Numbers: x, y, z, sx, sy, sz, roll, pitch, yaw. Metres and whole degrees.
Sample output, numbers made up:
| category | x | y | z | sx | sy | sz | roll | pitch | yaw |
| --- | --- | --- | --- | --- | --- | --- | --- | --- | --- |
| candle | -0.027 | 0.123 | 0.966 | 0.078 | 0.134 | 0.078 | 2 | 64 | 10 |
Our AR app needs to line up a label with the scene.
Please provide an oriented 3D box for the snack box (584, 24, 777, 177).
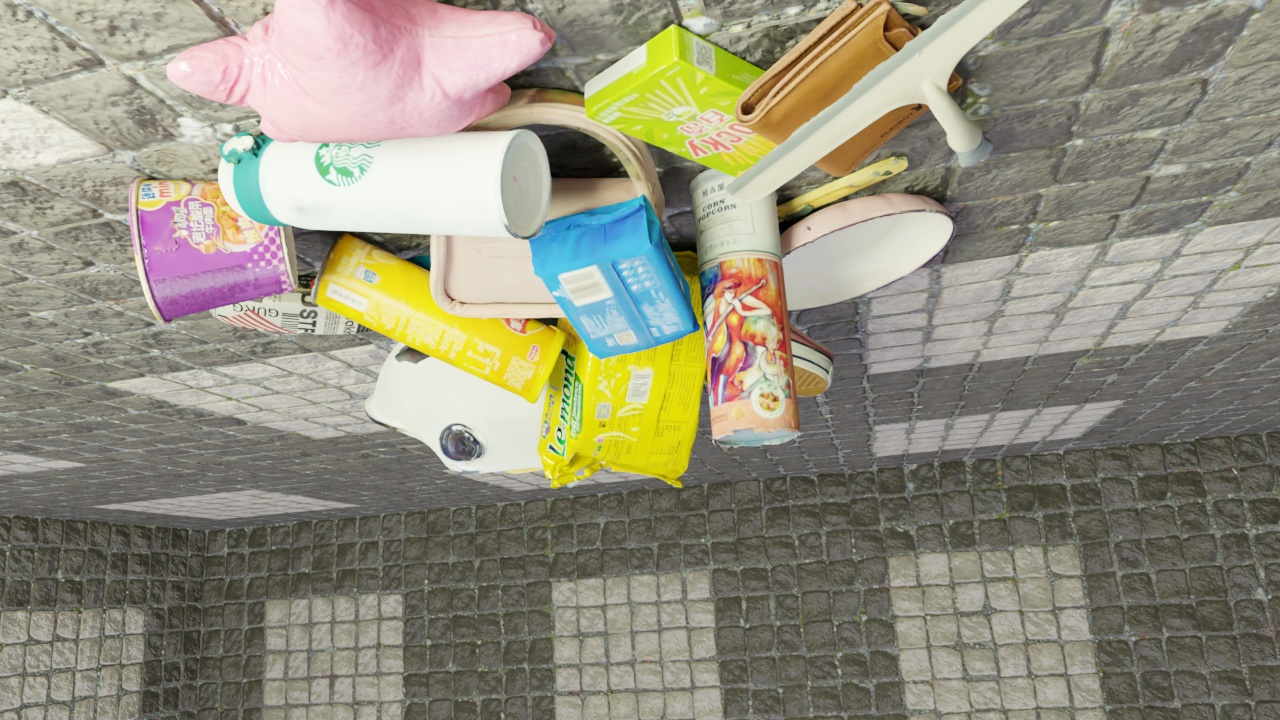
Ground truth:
| category | x | y | z | sx | sy | sz | roll | pitch | yaw |
| --- | --- | --- | --- | --- | --- | --- | --- | --- | --- |
| snack box | 0.048 | -0.167 | 0.613 | 0.156 | 0.026 | 0.086 | 10 | 161 | -43 |

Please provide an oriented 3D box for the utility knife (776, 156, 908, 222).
| category | x | y | z | sx | sy | sz | roll | pitch | yaw |
| --- | --- | --- | --- | --- | --- | --- | --- | --- | --- |
| utility knife | 0.156 | -0.141 | 0.770 | 0.030 | 0.018 | 0.152 | 2 | 161 | -43 |

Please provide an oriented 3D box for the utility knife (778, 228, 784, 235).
| category | x | y | z | sx | sy | sz | roll | pitch | yaw |
| --- | --- | --- | --- | --- | --- | --- | --- | --- | --- |
| utility knife | 0.143 | -0.107 | 0.880 | 0.034 | 0.018 | 0.165 | -15 | 161 | 38 |

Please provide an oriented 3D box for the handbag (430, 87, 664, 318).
| category | x | y | z | sx | sy | sz | roll | pitch | yaw |
| --- | --- | --- | --- | --- | --- | --- | --- | --- | --- |
| handbag | -0.071 | -0.118 | 0.694 | 0.193 | 0.093 | 0.234 | -2 | 157 | -3 |

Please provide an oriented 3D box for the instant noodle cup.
| category | x | y | z | sx | sy | sz | roll | pitch | yaw |
| --- | --- | --- | --- | --- | --- | --- | --- | --- | --- |
| instant noodle cup | -0.314 | -0.088 | 0.687 | 0.099 | 0.111 | 0.112 | -10 | 167 | -14 |

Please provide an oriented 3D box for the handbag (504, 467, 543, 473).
| category | x | y | z | sx | sy | sz | roll | pitch | yaw |
| --- | --- | --- | --- | --- | --- | --- | --- | --- | --- |
| handbag | -0.107 | 0.049 | 1.132 | 0.179 | 0.163 | 0.063 | -8 | 164 | 11 |

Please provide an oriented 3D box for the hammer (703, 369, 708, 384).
| category | x | y | z | sx | sy | sz | roll | pitch | yaw |
| --- | --- | --- | --- | --- | --- | --- | --- | --- | --- |
| hammer | 0.088 | 0.025 | 1.084 | 0.126 | 0.032 | 0.323 | 12 | -173 | -20 |

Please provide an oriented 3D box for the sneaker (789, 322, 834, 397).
| category | x | y | z | sx | sy | sz | roll | pitch | yaw |
| --- | --- | --- | --- | --- | --- | --- | --- | --- | --- |
| sneaker | 0.102 | -0.041 | 0.997 | 0.241 | 0.087 | 0.119 | 21 | 148 | -9 |

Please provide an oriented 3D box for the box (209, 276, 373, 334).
| category | x | y | z | sx | sy | sz | roll | pitch | yaw |
| --- | --- | --- | --- | --- | --- | --- | --- | --- | --- |
| box | -0.334 | -0.049 | 0.901 | 0.164 | 0.064 | 0.074 | 1 | 180 | -18 |

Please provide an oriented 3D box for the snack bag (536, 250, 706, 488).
| category | x | y | z | sx | sy | sz | roll | pitch | yaw |
| --- | --- | --- | --- | --- | --- | --- | --- | --- | --- |
| snack bag | -0.005 | 0.005 | 0.880 | 0.157 | 0.247 | 0.068 | 4 | -167 | -26 |

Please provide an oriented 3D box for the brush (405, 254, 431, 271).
| category | x | y | z | sx | sy | sz | roll | pitch | yaw |
| --- | --- | --- | --- | --- | --- | --- | --- | --- | --- |
| brush | -0.197 | -0.071 | 0.866 | 0.144 | 0.055 | 0.073 | -11 | 154 | 28 |

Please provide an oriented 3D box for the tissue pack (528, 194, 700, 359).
| category | x | y | z | sx | sy | sz | roll | pitch | yaw |
| --- | --- | --- | --- | --- | --- | --- | --- | --- | --- |
| tissue pack | -0.016 | -0.059 | 0.685 | 0.095 | 0.052 | 0.157 | -12 | 145 | 14 |

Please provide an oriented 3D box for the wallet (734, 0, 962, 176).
| category | x | y | z | sx | sy | sz | roll | pitch | yaw |
| --- | --- | --- | --- | --- | --- | --- | --- | --- | --- |
| wallet | 0.136 | -0.171 | 0.570 | 0.119 | 0.035 | 0.130 | -33 | 156 | 30 |

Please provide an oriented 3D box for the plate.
| category | x | y | z | sx | sy | sz | roll | pitch | yaw |
| --- | --- | --- | --- | --- | --- | --- | --- | --- | --- |
| plate | 0.184 | -0.101 | 0.828 | 0.192 | 0.039 | 0.193 | -14 | 162 | -5 |

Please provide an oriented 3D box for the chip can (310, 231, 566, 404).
| category | x | y | z | sx | sy | sz | roll | pitch | yaw |
| --- | --- | --- | --- | --- | --- | --- | --- | --- | --- |
| chip can | -0.175 | -0.036 | 0.806 | 0.213 | 0.072 | 0.072 | 24 | 160 | -8 |

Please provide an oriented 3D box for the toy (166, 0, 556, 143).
| category | x | y | z | sx | sy | sz | roll | pitch | yaw |
| --- | --- | --- | --- | --- | --- | --- | --- | --- | --- |
| toy | -0.141 | -0.159 | 0.490 | 0.194 | 0.074 | 0.178 | -7 | 178 | 0 |

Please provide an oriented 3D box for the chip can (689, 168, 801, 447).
| category | x | y | z | sx | sy | sz | roll | pitch | yaw |
| --- | --- | --- | --- | --- | --- | --- | --- | --- | --- |
| chip can | 0.082 | -0.042 | 0.724 | 0.071 | 0.214 | 0.071 | -3 | 166 | -1 |

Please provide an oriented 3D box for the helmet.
| category | x | y | z | sx | sy | sz | roll | pitch | yaw |
| --- | --- | --- | --- | --- | --- | --- | --- | --- | --- |
| helmet | -0.148 | 0.014 | 0.972 | 0.258 | 0.146 | 0.228 | 16 | -163 | -6 |

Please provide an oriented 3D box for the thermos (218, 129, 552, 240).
| category | x | y | z | sx | sy | sz | roll | pitch | yaw |
| --- | --- | --- | --- | --- | --- | --- | --- | --- | --- |
| thermos | -0.173 | -0.118 | 0.598 | 0.224 | 0.073 | 0.073 | 5 | 169 | 21 |

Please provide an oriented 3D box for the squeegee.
| category | x | y | z | sx | sy | sz | roll | pitch | yaw |
| --- | --- | --- | --- | --- | --- | --- | --- | --- | --- |
| squeegee | 0.206 | -0.152 | 0.598 | 0.247 | 0.039 | 0.246 | -36 | 164 | 23 |
